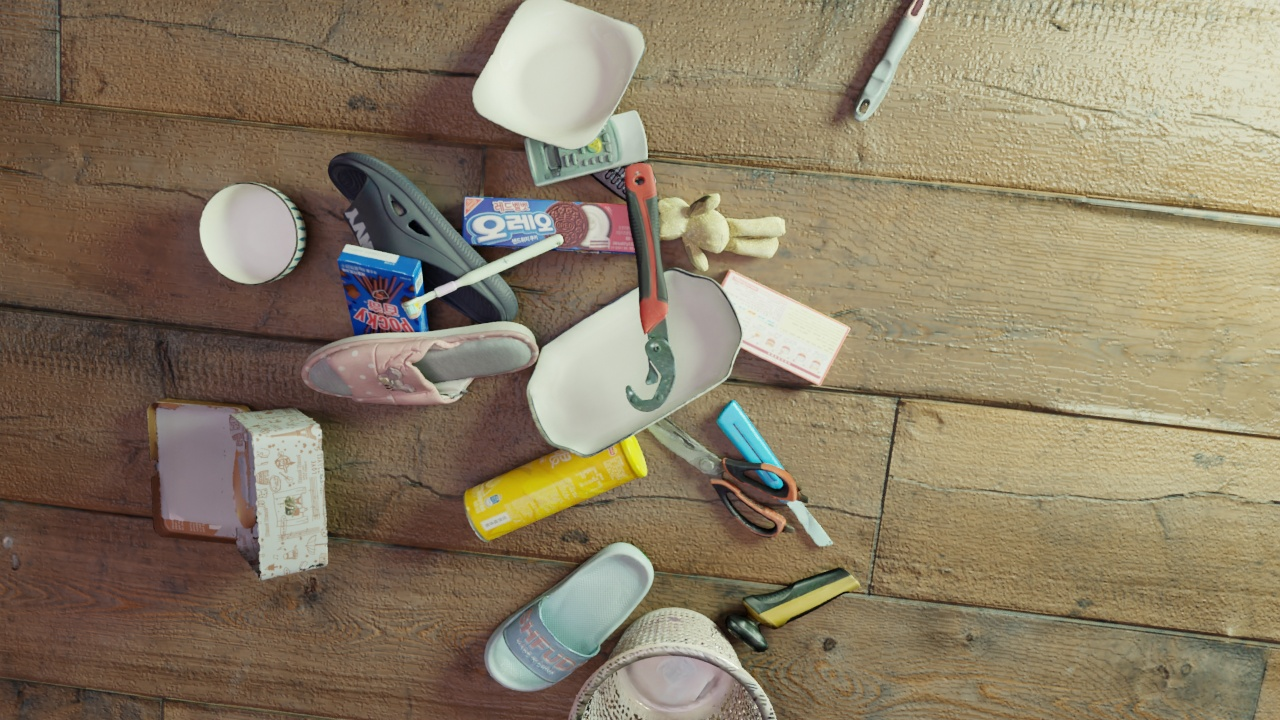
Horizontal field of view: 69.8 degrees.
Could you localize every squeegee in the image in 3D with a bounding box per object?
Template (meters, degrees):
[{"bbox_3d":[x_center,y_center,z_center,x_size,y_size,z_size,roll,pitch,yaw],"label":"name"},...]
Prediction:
[{"bbox_3d":[0.295,-0.376,0.998,0.248,0.040,0.250,29,106,15],"label":"squeegee"}]

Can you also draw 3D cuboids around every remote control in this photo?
[{"bbox_3d":[-0.060,-0.237,1.027,0.135,0.019,0.056,-12,97,8],"label":"remote control"},{"bbox_3d":[-0.040,-0.232,1.049,0.136,0.024,0.053,40,101,-1],"label":"remote control"}]

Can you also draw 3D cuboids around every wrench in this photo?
[{"bbox_3d":[0.008,-0.080,1.002,0.056,0.016,0.273,-2,88,4],"label":"wrench"}]

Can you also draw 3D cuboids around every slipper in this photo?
[{"bbox_3d":[-0.254,0.011,1.062,0.274,0.114,0.054,-8,55,-1],"label":"slipper"},{"bbox_3d":[-0.084,0.321,1.119,0.245,0.074,0.104,-42,95,7],"label":"slipper"},{"bbox_3d":[-0.257,-0.122,1.030,0.268,0.111,0.083,43,61,-8],"label":"slipper"}]

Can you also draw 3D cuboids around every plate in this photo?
[{"bbox_3d":[-0.089,-0.313,1.014,0.164,0.034,0.163,25,82,15],"label":"plate"},{"bbox_3d":[-0.006,0.006,1.050,0.266,0.034,0.162,-32,63,10],"label":"plate"}]

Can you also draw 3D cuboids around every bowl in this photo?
[{"bbox_3d":[-0.442,-0.147,1.068,0.116,0.066,0.116,0,98,3],"label":"bowl"}]

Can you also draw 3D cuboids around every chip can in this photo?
[{"bbox_3d":[-0.101,0.146,1.091,0.213,0.072,0.072,-25,97,7],"label":"chip can"}]

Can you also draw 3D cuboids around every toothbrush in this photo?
[{"bbox_3d":[-0.170,-0.094,1.002,0.189,0.029,0.020,-27,64,-9],"label":"toothbrush"}]

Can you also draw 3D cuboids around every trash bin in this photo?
[{"bbox_3d":[0.038,0.393,1.061,0.227,0.192,0.227,1,99,3],"label":"trash bin"}]

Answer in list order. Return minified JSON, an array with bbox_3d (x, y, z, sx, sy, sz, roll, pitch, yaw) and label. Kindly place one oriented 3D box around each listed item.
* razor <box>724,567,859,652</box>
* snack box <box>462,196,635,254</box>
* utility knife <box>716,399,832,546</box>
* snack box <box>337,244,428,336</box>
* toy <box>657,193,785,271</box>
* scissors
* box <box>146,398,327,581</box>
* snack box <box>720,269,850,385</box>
[{"bbox_3d":[0.185,0.298,1.109,0.167,0.062,0.067,-25,65,2],"label":"razor"},{"bbox_3d":[-0.099,-0.153,1.050,0.207,0.057,0.058,3,96,4],"label":"snack box"},{"bbox_3d":[0.163,0.141,1.102,0.034,0.018,0.216,-37,97,8],"label":"utility knife"},{"bbox_3d":[-0.288,-0.063,1.041,0.084,0.026,0.157,13,144,1],"label":"snack box"},{"bbox_3d":[0.085,-0.152,1.041,0.157,0.066,0.105,9,141,-2],"label":"toy"},{"bbox_3d":[0.101,0.123,1.095,0.197,0.015,0.205,-11,107,22],"label":"scissors"},{"bbox_3d":[-0.480,0.145,1.106,0.274,0.124,0.179,7,101,30],"label":"box"},{"bbox_3d":[0.156,-0.039,1.067,0.156,0.027,0.077,26,100,-1],"label":"snack box"}]
